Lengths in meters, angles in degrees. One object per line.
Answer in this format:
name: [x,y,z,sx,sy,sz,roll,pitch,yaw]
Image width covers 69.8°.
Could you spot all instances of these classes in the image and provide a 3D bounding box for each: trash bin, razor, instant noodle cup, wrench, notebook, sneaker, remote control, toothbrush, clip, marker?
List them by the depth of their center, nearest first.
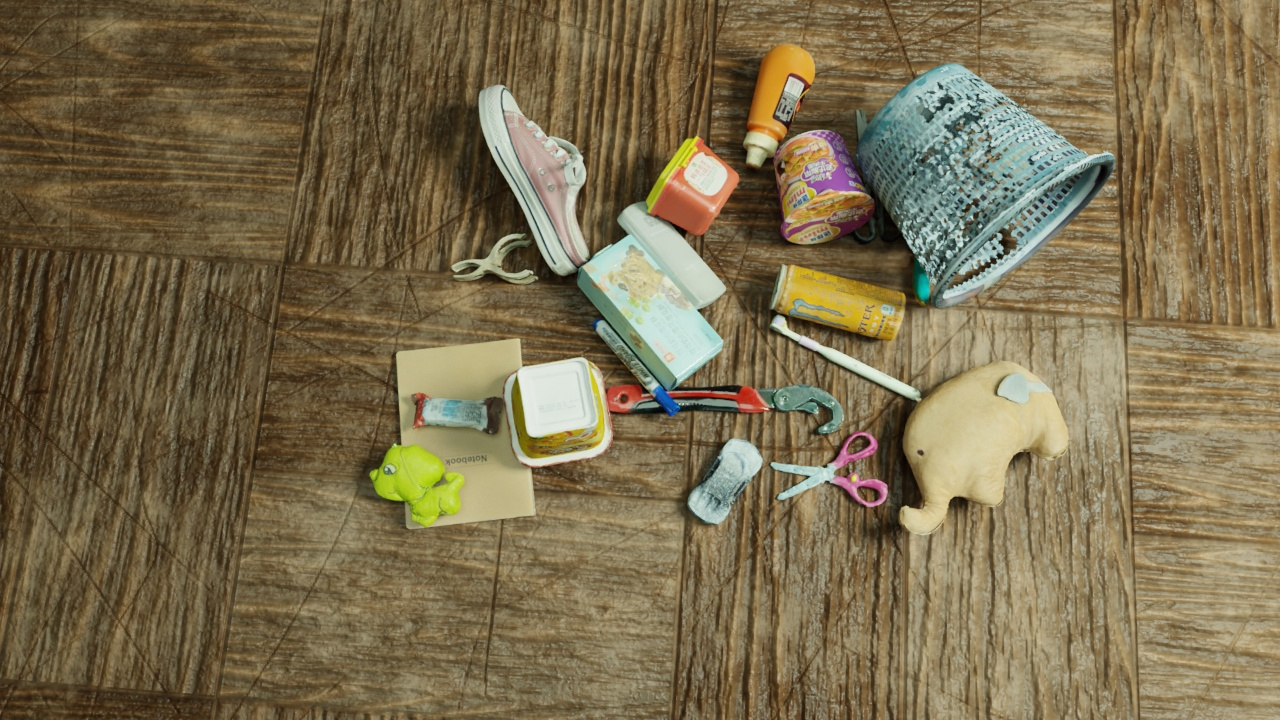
trash bin: [0.349,-0.201,0.993,0.226,0.227,0.195,-33,69,-6]
instant noodle cup: [-0.090,0.050,0.999,0.116,0.124,0.116,-10,79,-7]
marker: [-0.006,0.006,1.055,0.017,0.017,0.146,-39,71,-7]
wrench: [0.097,0.049,1.056,0.273,0.016,0.056,4,74,1]
notebook: [-0.203,0.083,1.058,0.148,0.008,0.207,-6,78,0]
toothbrush: [0.237,-0.002,1.063,0.189,0.029,0.020,28,122,5]
instant noodle cup: [0.207,-0.204,1.064,0.111,0.112,0.099,-9,70,-1]
sneaker: [-0.107,-0.221,1.069,0.088,0.118,0.241,-26,85,13]
remote control: [0.036,-0.124,1.077,0.150,0.021,0.058,50,43,10]
razor: [0.334,-0.124,1.079,0.043,0.028,0.132,10,73,-9]
clip: [-0.168,-0.125,1.088,0.102,0.035,0.095,13,83,11]

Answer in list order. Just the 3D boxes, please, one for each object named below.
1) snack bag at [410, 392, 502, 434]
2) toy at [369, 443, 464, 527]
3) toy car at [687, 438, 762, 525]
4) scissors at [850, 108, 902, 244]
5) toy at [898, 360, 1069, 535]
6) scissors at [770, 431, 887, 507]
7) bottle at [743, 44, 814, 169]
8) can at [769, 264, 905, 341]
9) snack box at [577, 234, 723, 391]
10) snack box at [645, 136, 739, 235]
snack bag: [-0.211,0.059,1.044,0.105,0.026,0.045,4,69,0]
toy: [-0.248,0.136,1.027,0.096,0.031,0.100,-23,84,-3]
toy car: [0.096,0.135,1.031,0.049,0.031,0.105,35,80,7]
scissors: [0.287,-0.224,1.112,0.133,0.014,0.175,28,78,7]
toy: [0.355,0.094,1.010,0.226,0.082,0.143,-37,68,-4]
scissors: [0.214,0.120,1.041,0.135,0.017,0.108,10,80,7]
bottle: [0.160,-0.301,1.105,0.067,0.067,0.149,20,87,5]
can: [0.226,-0.067,1.055,0.146,0.058,0.058,15,79,4]
snack box: [0.010,-0.055,1.053,0.074,0.052,0.175,-37,79,-21]
snack box: [0.063,-0.201,1.071,0.080,0.082,0.091,34,61,-1]
